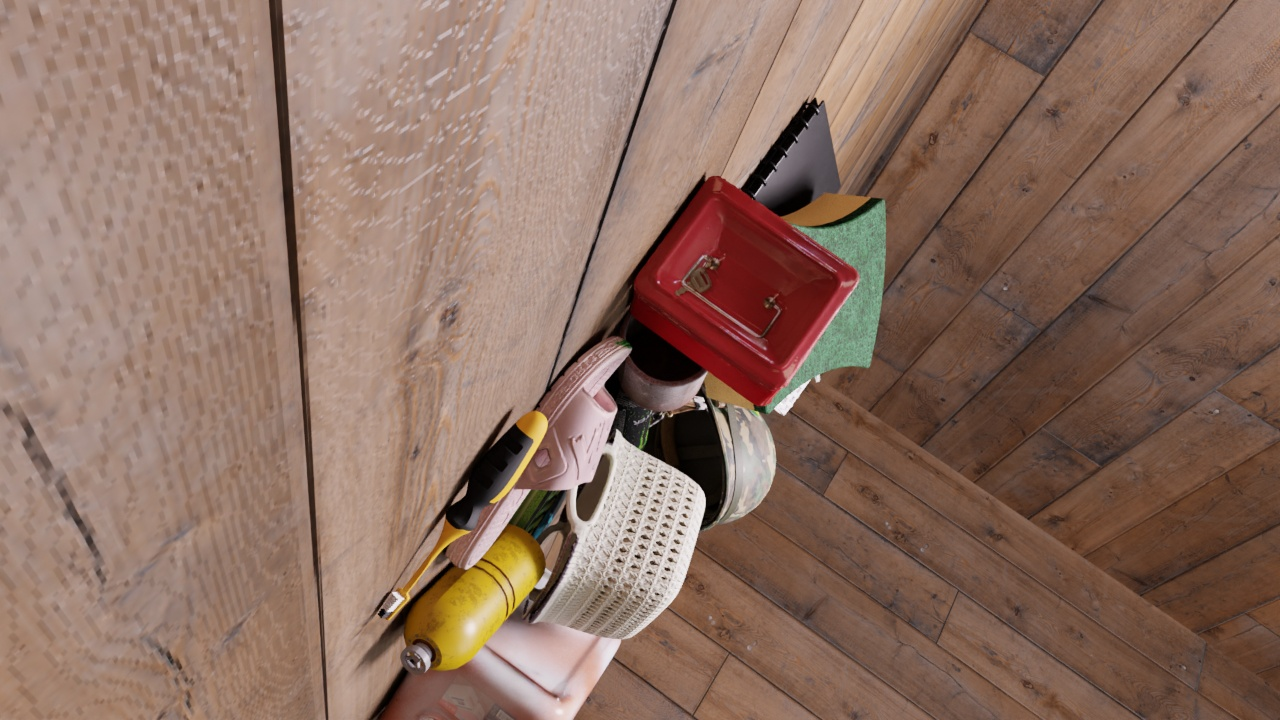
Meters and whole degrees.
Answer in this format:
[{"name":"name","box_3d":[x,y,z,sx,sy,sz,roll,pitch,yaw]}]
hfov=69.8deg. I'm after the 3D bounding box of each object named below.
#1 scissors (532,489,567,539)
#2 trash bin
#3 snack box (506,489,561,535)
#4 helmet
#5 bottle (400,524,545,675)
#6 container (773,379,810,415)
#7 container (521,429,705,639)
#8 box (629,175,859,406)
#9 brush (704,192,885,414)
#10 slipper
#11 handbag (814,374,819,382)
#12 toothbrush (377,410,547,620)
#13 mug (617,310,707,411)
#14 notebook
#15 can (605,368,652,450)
[{"name":"scissors","box_3d":[-0.120,0.197,1.125,0.150,0.019,0.130,-56,172,-3]},{"name":"trash bin","box_3d":[-0.147,0.358,1.054,0.157,0.181,0.259,-59,171,13]},{"name":"snack box","box_3d":[-0.115,0.153,0.939,0.148,0.025,0.080,-57,172,15]},{"name":"helmet","box_3d":[0.051,0.107,1.151,0.235,0.224,0.193,-8,144,-44]},{"name":"bottle","box_3d":[-0.153,0.218,0.818,0.071,0.071,0.163,-60,171,31]},{"name":"container","box_3d":[0.198,-0.044,1.391,0.187,0.189,0.189,-54,172,3]},{"name":"container","box_3d":[-0.034,0.194,0.977,0.252,0.143,0.184,120,-9,-56]},{"name":"box","box_3d":[0.083,-0.054,0.796,0.135,0.157,0.117,-52,176,-10]},{"name":"brush","box_3d":[0.168,-0.069,0.981,0.249,0.075,0.195,-18,116,-46]},{"name":"slipper","box_3d":[-0.073,0.087,0.777,0.239,0.064,0.094,-54,172,2]},{"name":"handbag","box_3d":[0.174,-0.072,1.186,0.198,0.096,0.142,-76,146,-47]},{"name":"toothbrush","box_3d":[-0.132,0.116,0.680,0.197,0.031,0.031,-52,159,6]},{"name":"mug","box_3d":[0.034,-0.016,0.876,0.122,0.096,0.110,-44,176,-15]},{"name":"notebook","box_3d":[0.146,-0.157,1.022,0.231,0.019,0.169,-54,151,-10]},{"name":"can","box_3d":[-0.015,0.057,0.984,0.053,0.054,0.138,-51,164,-29]}]
